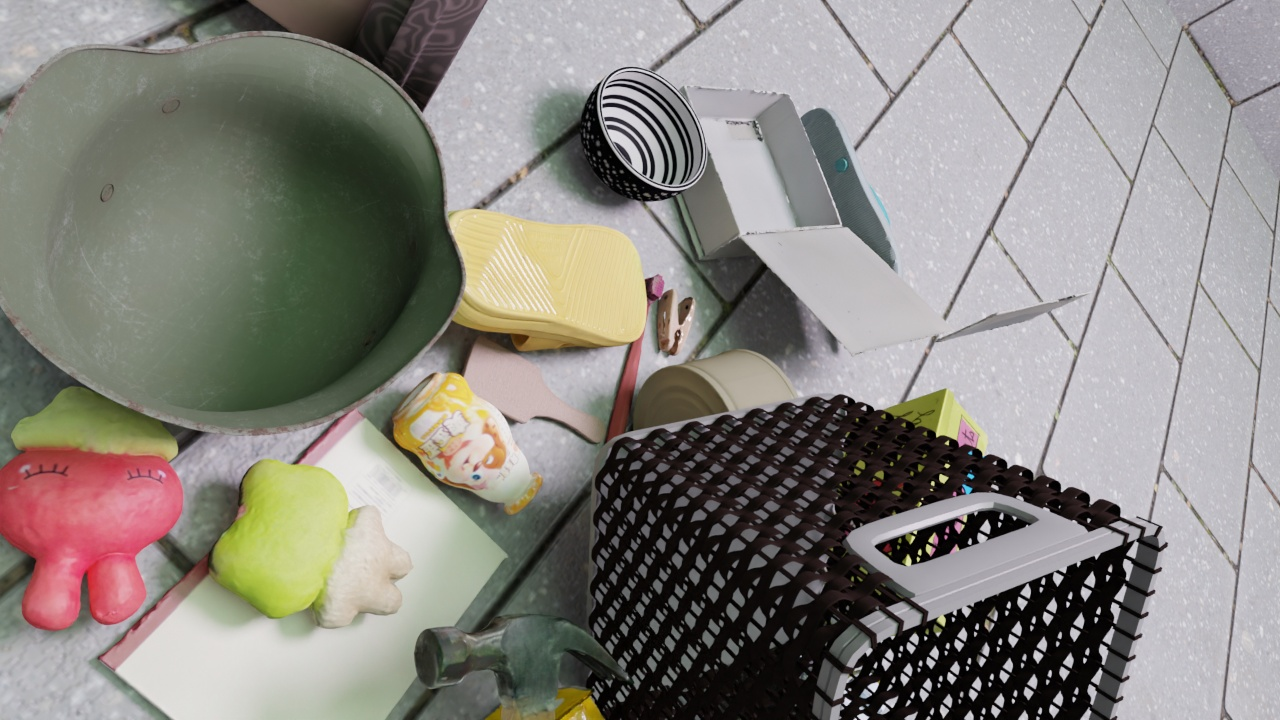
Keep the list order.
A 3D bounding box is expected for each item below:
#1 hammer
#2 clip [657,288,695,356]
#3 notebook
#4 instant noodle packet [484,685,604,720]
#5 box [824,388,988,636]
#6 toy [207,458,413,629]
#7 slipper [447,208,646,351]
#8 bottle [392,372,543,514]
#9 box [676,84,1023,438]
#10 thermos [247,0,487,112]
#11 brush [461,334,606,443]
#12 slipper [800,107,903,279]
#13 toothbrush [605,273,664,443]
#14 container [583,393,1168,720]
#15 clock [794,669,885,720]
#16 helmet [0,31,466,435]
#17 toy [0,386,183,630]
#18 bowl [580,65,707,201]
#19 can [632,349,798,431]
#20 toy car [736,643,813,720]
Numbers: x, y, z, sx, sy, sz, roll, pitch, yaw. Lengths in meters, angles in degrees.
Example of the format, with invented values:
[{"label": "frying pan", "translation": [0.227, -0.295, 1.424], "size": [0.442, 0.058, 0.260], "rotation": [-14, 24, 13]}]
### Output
[{"label": "hammer", "translation": [-0.057, 0.309, 0.507], "size": [0.132, 0.033, 0.330], "rotation": [5, 79, -43]}, {"label": "clip", "translation": [0.025, -0.037, 0.814], "size": [0.045, 0.025, 0.060], "rotation": [29, 60, -27]}, {"label": "notebook", "translation": [-0.193, 0.149, 0.573], "size": [0.153, 0.012, 0.208], "rotation": [47, 50, -12]}, {"label": "instant noodle packet", "translation": [-0.060, 0.341, 0.565], "size": [0.162, 0.084, 0.221], "rotation": [-29, 97, -42]}, {"label": "box", "translation": [0.234, 0.139, 0.845], "size": [0.079, 0.125, 0.220], "rotation": [42, 53, -21]}, {"label": "toy", "translation": [-0.192, 0.115, 0.552], "size": [0.117, 0.043, 0.092], "rotation": [31, 53, -27]}, {"label": "slipper", "translation": [-0.080, -0.054, 0.698], "size": [0.263, 0.079, 0.099], "rotation": [3, 71, -60]}, {"label": "bottle", "translation": [-0.117, 0.059, 0.635], "size": [0.109, 0.063, 0.063], "rotation": [44, 51, -16]}, {"label": "box", "translation": [0.164, -0.089, 0.869], "size": [0.165, 0.109, 0.418], "rotation": [-12, 64, -40]}, {"label": "thermos", "translation": [-0.217, -0.301, 0.643], "size": [0.226, 0.173, 0.172], "rotation": [30, 56, -18]}, {"label": "brush", "translation": [-0.081, 0.031, 0.711], "size": [0.135, 0.015, 0.049], "rotation": [32, 56, -32]}, {"label": "slipper", "translation": [0.227, -0.146, 0.970], "size": [0.054, 0.098, 0.268], "rotation": [-1, 72, -37]}, {"label": "toothbrush", "translation": [-0.005, 0.005, 0.778], "size": [0.016, 0.017, 0.189], "rotation": [31, 55, -27]}, {"label": "container", "translation": [0.119, 0.176, 0.581], "size": [0.246, 0.244, 0.246], "rotation": [-9, 114, -30]}, {"label": "clock", "translation": [0.158, 0.297, 0.746], "size": [0.057, 0.083, 0.117], "rotation": [49, 50, -3]}, {"label": "helmet", "translation": [-0.228, -0.063, 0.535], "size": [0.227, 0.154, 0.267], "rotation": [31, 58, -16]}, {"label": "toy", "translation": [-0.297, 0.078, 0.496], "size": [0.091, 0.045, 0.135], "rotation": [11, 60, -33]}, {"label": "bowl", "translation": [-0.007, -0.193, 0.823], "size": [0.120, 0.067, 0.120], "rotation": [16, 63, -33]}, {"label": "can", "translation": [0.061, 0.059, 0.734], "size": [0.073, 0.128, 0.127], "rotation": [-11, 80, -39]}, {"label": "toy car", "translation": [0.105, 0.270, 0.745], "size": [0.048, 0.033, 0.105], "rotation": [55, 46, -9]}]
